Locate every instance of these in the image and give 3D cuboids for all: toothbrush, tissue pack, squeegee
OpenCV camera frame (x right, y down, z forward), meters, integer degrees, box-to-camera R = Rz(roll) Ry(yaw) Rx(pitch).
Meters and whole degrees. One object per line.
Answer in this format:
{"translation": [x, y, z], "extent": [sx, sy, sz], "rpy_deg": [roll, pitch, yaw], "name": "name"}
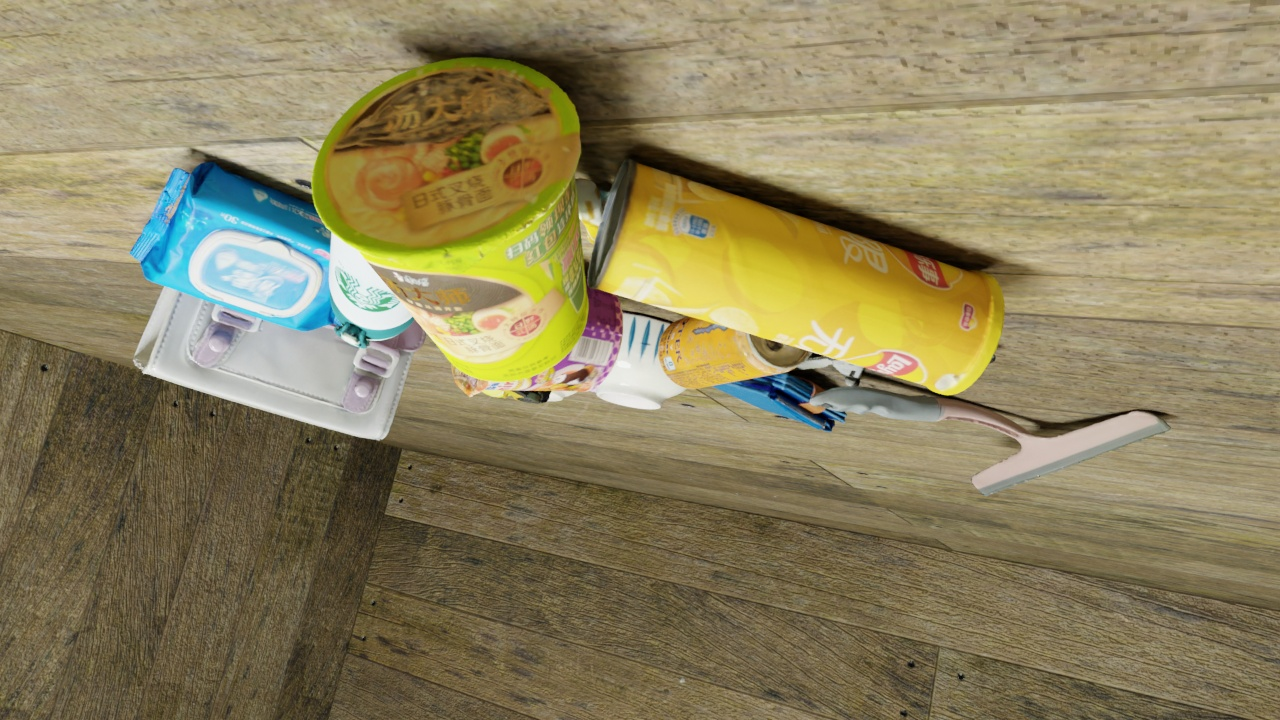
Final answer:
{"translation": [-0.027, -0.074, 0.554], "extent": [0.016, 0.018, 0.191], "rpy_deg": [1, 173, 2], "name": "toothbrush"}
{"translation": [-0.269, -0.075, 0.659], "extent": [0.157, 0.052, 0.095], "rpy_deg": [21, 126, -35], "name": "tissue pack"}
{"translation": [0.265, 0.051, 0.805], "extent": [0.249, 0.040, 0.248], "rpy_deg": [14, 158, -10], "name": "squeegee"}

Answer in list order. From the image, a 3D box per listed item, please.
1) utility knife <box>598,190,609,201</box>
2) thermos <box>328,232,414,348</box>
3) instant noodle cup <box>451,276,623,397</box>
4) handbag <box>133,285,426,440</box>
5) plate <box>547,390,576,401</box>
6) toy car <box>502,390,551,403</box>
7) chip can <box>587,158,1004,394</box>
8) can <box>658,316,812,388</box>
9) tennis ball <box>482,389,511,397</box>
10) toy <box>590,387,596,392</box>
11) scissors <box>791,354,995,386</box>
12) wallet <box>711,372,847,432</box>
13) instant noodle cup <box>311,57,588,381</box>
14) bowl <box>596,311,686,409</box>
{"translation": [-0.097, -0.093, 0.579], "extent": [0.223, 0.013, 0.029], "rpy_deg": [1, 167, 41], "name": "utility knife"}
{"translation": [-0.157, -0.065, 0.562], "extent": [0.073, 0.073, 0.225], "rpy_deg": [16, 160, -15], "name": "thermos"}
{"translation": [-0.074, -0.025, 0.674], "extent": [0.099, 0.111, 0.112], "rpy_deg": [9, 172, -34], "name": "instant noodle cup"}
{"translation": [-0.289, -0.028, 0.764], "extent": [0.196, 0.145, 0.099], "rpy_deg": [22, 170, -35], "name": "handbag"}
{"translation": [-0.144, 0.019, 1.107], "extent": [0.164, 0.034, 0.164], "rpy_deg": [20, 166, -31], "name": "plate"}
{"translation": [-0.130, 0.001, 0.913], "extent": [0.041, 0.071, 0.155], "rpy_deg": [5, 167, 26], "name": "toy car"}
{"translation": [0.082, -0.043, 0.490], "extent": [0.213, 0.072, 0.072], "rpy_deg": [16, 168, -12], "name": "chip can"}
{"translation": [0.067, -0.013, 0.672], "extent": [0.058, 0.058, 0.146], "rpy_deg": [17, 167, -20], "name": "can"}
{"translation": [-0.150, 0.007, 0.978], "extent": [0.065, 0.065, 0.065], "rpy_deg": [12, 168, 2], "name": "tennis ball"}
{"translation": [-0.035, 0.014, 0.955], "extent": [0.108, 0.038, 0.084], "rpy_deg": [12, 156, 11], "name": "toy"}
{"translation": [0.170, -0.003, 0.710], "extent": [0.188, 0.015, 0.227], "rpy_deg": [18, 167, -41], "name": "scissors"}
{"translation": [0.123, 0.029, 0.863], "extent": [0.106, 0.040, 0.133], "rpy_deg": [14, 174, 40], "name": "wallet"}
{"translation": [-0.071, -0.053, 0.422], "extent": [0.112, 0.111, 0.123], "rpy_deg": [10, 150, 14], "name": "instant noodle cup"}
{"translation": [-0.005, 0.005, 0.812], "extent": [0.116, 0.066, 0.116], "rpy_deg": [12, 168, 2], "name": "bowl"}
